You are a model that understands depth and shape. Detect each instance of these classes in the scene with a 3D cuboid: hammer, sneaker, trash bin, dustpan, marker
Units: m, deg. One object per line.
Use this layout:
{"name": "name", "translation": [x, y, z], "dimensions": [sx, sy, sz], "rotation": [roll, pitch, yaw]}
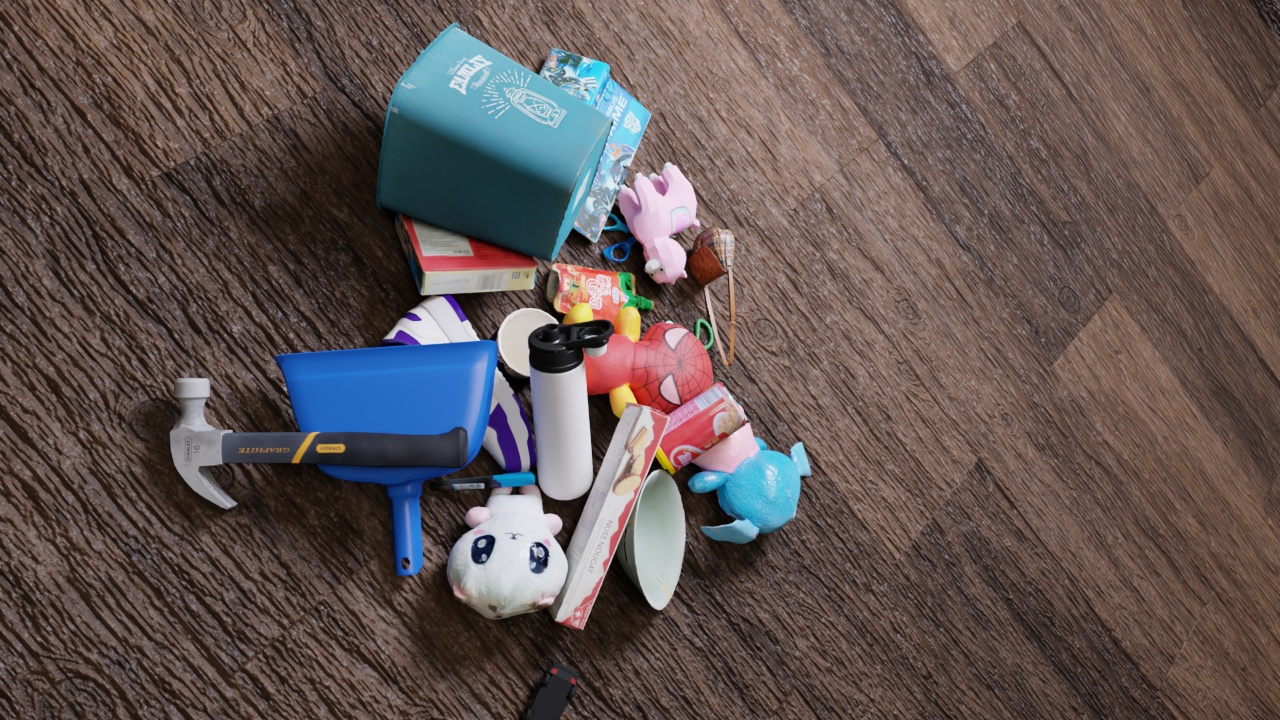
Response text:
{"name": "hammer", "translation": [-0.343, 0.088, 0.990], "dimensions": [0.312, 0.035, 0.139], "rotation": [0, 90, -2]}
{"name": "sneaker", "translation": [-0.222, 0.045, 1.100], "dimensions": [0.111, 0.092, 0.244], "rotation": [-31, 92, -21]}
{"name": "trash bin", "translation": [-0.168, -0.246, 1.097], "dimensions": [0.218, 0.200, 0.196], "rotation": [24, 48, -2]}
{"name": "dustpan", "translation": [-0.275, 0.115, 1.036], "dimensions": [0.245, 0.059, 0.257], "rotation": [-4, 87, -2]}
{"name": "marker", "translation": [-0.189, 0.146, 1.103], "dimensions": [0.123, 0.018, 0.015], "rotation": [-4, 46, -3]}

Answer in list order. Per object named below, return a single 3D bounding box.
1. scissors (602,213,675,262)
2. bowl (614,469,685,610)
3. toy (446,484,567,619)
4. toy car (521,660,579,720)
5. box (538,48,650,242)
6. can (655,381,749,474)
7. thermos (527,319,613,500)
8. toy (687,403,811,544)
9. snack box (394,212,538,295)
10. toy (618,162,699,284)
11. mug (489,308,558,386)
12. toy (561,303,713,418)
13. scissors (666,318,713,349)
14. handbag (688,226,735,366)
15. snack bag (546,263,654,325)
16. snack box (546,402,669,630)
{"name": "scissors", "translation": [-0.001, -0.170, 1.304], "dimensions": [0.134, 0.016, 0.083], "rotation": [-1, 72, -30]}
{"name": "bowl", "translation": [-0.003, 0.225, 1.158], "dimensions": [0.174, 0.068, 0.174], "rotation": [-1, 90, -68]}
{"name": "toy", "translation": [-0.154, 0.220, 1.085], "dimensions": [0.138, 0.102, 0.179], "rotation": [9, 52, -9]}
{"name": "toy car", "translation": [-0.110, 0.403, 1.083], "dimensions": [0.042, 0.036, 0.091], "rotation": [32, 75, -12]}
{"name": "box", "translation": [-0.088, -0.304, 1.264], "dimensions": [0.175, 0.060, 0.243], "rotation": [26, 67, -12]}
{"name": "can", "translation": [0.070, 0.086, 1.174], "dimensions": [0.124, 0.067, 0.066], "rotation": [-34, 92, -2]}
{"name": "thermos", "translation": [-0.079, 0.059, 1.091], "dimensions": [0.101, 0.230, 0.068], "rotation": [-1, 32, 0]}
{"name": "toy", "translation": [0.143, 0.140, 1.246], "dimensions": [0.223, 0.099, 0.191], "rotation": [-35, 81, -36]}
{"name": "snack box", "translation": [-0.218, -0.142, 1.138], "dimensions": [0.142, 0.040, 0.145], "rotation": [-6, 44, -26]}
{"name": "toy", "translation": [0.033, -0.188, 1.283], "dimensions": [0.123, 0.067, 0.157], "rotation": [-26, 92, -36]}
{"name": "mug", "translation": [-0.142, 0.000, 1.146], "dimensions": [0.085, 0.089, 0.112], "rotation": [-31, 91, -28]}
{"name": "toy", "translation": [-0.007, 0.007, 1.202], "dimensions": [0.216, 0.099, 0.147], "rotation": [13, 83, -20]}
{"name": "scissors", "translation": [0.065, -0.002, 1.286], "dimensions": [0.108, 0.012, 0.131], "rotation": [16, 69, -20]}
{"name": "handbag", "translation": [0.104, -0.087, 1.289], "dimensions": [0.043, 0.094, 0.195], "rotation": [-3, 82, -20]}
{"name": "snack bag", "translation": [-0.050, -0.086, 1.246], "dimensions": [0.155, 0.044, 0.087], "rotation": [10, 64, -29]}
{"name": "snack box", "translation": [-0.040, 0.184, 1.108], "dimensions": [0.044, 0.077, 0.272], "rotation": [23, 85, -16]}
